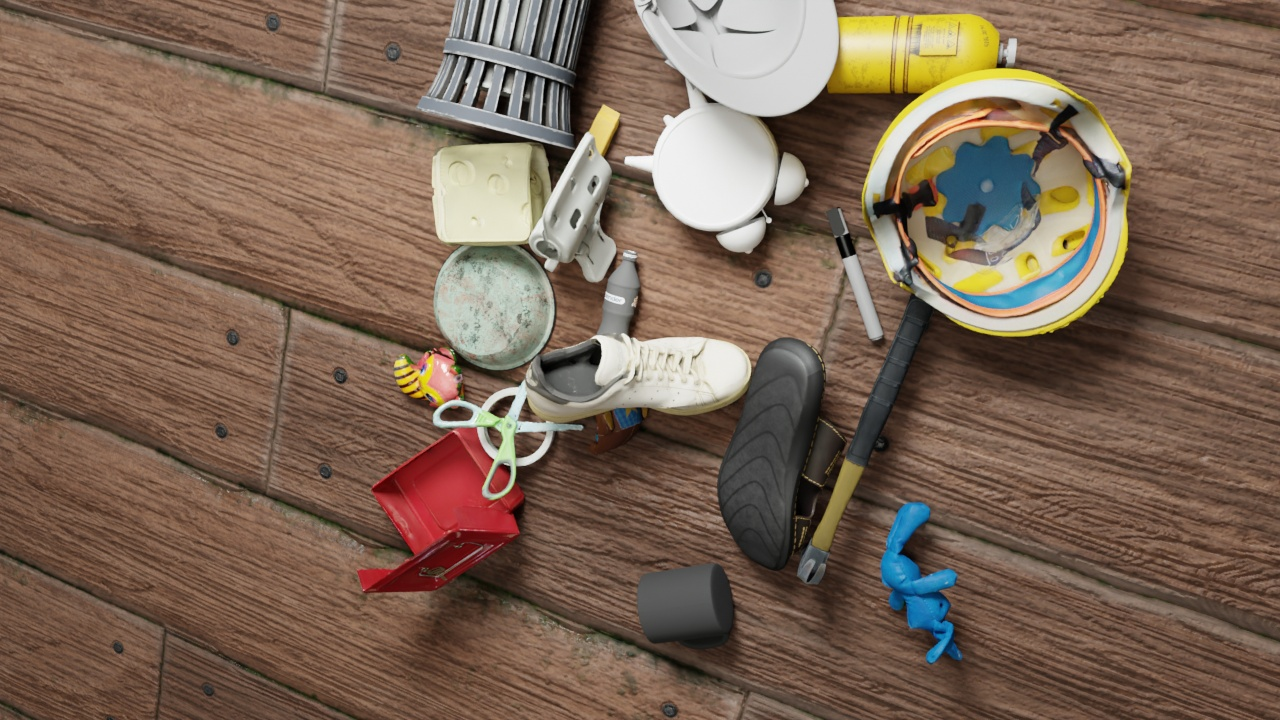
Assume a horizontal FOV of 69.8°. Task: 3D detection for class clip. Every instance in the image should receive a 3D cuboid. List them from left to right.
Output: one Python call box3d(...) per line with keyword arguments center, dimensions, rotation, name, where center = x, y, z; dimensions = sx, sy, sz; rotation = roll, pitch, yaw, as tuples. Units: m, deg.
box3d(center=(-0.070, -0.148, 0.957), dimensions=(0.073, 0.124, 0.143), rotation=(18, 151, 14), name="clip")

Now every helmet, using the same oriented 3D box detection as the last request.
box3d(center=(0.075, -0.332, 0.883), dimensions=(0.183, 0.118, 0.271), rotation=(-21, 81, -11), name="helmet")
box3d(center=(0.317, -0.152, 0.831), dimensions=(0.210, 0.139, 0.240), rotation=(-27, 114, 25), name="helmet")

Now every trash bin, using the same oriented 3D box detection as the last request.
box3d(center=(-0.120, -0.345, 0.922), dimensions=(0.164, 0.164, 0.227), rotation=(17, 102, 14), name="trash bin")

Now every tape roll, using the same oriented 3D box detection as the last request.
box3d(center=(-0.146, 0.078, 1.080), dimensions=(0.093, 0.013, 0.093), rotation=(1, 94, 9), name="tape roll")

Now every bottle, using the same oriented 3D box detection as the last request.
box3d(center=(-0.022, -0.066, 1.008), dimensions=(0.036, 0.036, 0.110), rotation=(16, 105, 14), name="bottle")
box3d(center=(0.260, -0.285, 0.854), dimensions=(0.164, 0.071, 0.071), rotation=(5, 102, 17), name="bottle")

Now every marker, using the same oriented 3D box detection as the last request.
box3d(center=(0.219, -0.088, 0.936), dimensions=(0.016, 0.016, 0.140), rotation=(-18, 95, 20), name="marker")

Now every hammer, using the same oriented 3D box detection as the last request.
box3d(center=(0.228, 0.077, 0.926), dimensions=(0.025, 0.117, 0.333), rotation=(22, 101, 10), name="hammer")

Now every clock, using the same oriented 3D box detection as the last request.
box3d(center=(0.081, -0.197, 0.938), dimensions=(0.161, 0.072, 0.125), rotation=(40, 110, -1), name="clock")

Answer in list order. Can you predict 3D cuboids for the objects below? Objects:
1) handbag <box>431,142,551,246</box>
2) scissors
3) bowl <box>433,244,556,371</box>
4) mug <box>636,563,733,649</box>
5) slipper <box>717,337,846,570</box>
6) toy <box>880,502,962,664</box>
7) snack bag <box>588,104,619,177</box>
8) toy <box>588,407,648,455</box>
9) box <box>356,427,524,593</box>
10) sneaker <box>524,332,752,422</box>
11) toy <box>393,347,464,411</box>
box3d(center=(-0.164, -0.180, 1.005), dimensions=(0.119, 0.081, 0.111), rotation=(1, 108, 17), name="handbag")
box3d(center=(-0.153, 0.074, 1.048), dimensions=(0.174, 0.022, 0.171), rotation=(19, 74, -1), name="scissors")
box3d(center=(-0.177, -0.062, 1.058), dimensions=(0.158, 0.038, 0.157), rotation=(4, 102, 17), name="bowl")
box3d(center=(0.058, 0.286, 1.039), dimensions=(0.088, 0.078, 0.114), rotation=(-14, 123, 20), name="mug")
box3d(center=(0.151, 0.099, 0.968), dimensions=(0.113, 0.075, 0.268), rotation=(26, 120, 37), name="slipper")
box3d(center=(0.288, 0.236, 0.940), dimensions=(0.071, 0.112, 0.176), rotation=(-17, 86, 6), name="toy")
box3d(center=(-0.052, -0.226, 0.994), dimensions=(0.026, 0.020, 0.099), rotation=(29, 108, 5), name="snack bag")
box3d(center=(-0.045, 0.059, 1.044), dimensions=(0.090, 0.070, 0.103), rotation=(58, 134, 14), name="toy")
box3d(center=(-0.241, 0.171, 1.089), dimensions=(0.157, 0.153, 0.168), rotation=(-34, 59, 19), name="box")
box3d(center=(-0.006, 0.005, 0.953), dimensions=(0.241, 0.102, 0.088), rotation=(-8, 62, 2), name="sneaker")
box3d(center=(-0.247, 0.023, 1.095), dimensions=(0.103, 0.046, 0.084), rotation=(8, 126, 26), name="toy")
